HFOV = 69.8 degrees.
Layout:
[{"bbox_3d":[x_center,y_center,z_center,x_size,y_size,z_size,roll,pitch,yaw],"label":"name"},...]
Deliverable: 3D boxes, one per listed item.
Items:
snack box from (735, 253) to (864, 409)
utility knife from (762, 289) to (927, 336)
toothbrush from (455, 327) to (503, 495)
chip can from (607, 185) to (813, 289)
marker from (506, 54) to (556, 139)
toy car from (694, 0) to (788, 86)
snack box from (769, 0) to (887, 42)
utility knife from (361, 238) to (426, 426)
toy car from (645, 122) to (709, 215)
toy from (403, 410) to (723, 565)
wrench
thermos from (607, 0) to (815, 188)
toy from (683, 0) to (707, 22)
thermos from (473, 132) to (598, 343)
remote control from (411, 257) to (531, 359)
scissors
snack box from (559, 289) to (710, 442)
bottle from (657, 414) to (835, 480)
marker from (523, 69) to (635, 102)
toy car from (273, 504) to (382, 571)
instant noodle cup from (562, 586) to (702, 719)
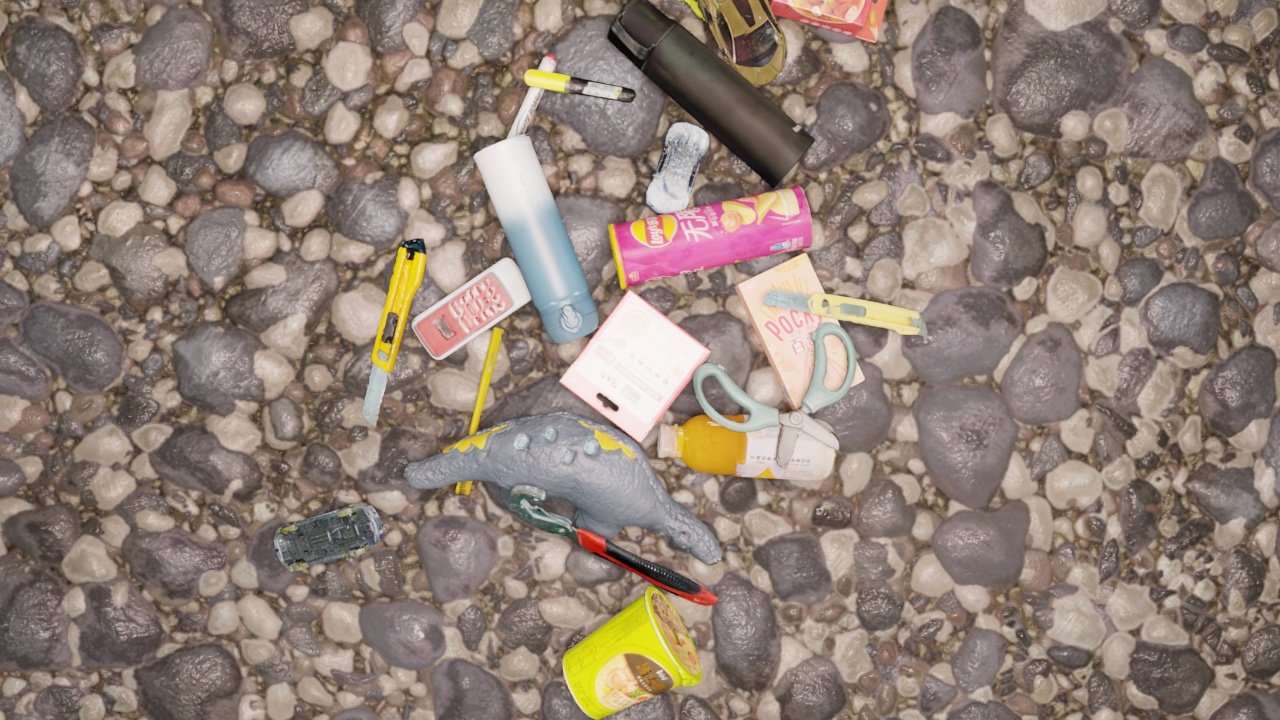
[{"bbox_3d":[0.176,-0.031,1.015,0.084,0.026,0.157,-26,93,0],"label":"snack box"},{"bbox_3d":[0.226,-0.053,1.002,0.204,0.021,0.031,8,78,-12],"label":"utility knife"},{"bbox_3d":[-0.177,0.057,1.017,0.016,0.016,0.190,13,92,-6],"label":"toothbrush"},{"bbox_3d":[0.074,-0.133,0.986,0.210,0.071,0.071,-12,93,-1],"label":"chip can"},{"bbox_3d":[-0.128,-0.266,1.004,0.017,0.017,0.145,25,92,-2],"label":"marker"},{"bbox_3d":[0.107,-0.366,0.974,0.070,0.042,0.158,-33,117,1],"label":"toy car"},{"bbox_3d":[0.215,-0.419,0.990,0.127,0.044,0.113,15,92,-2],"label":"snack box"},{"bbox_3d":[-0.273,-0.032,1.011,0.033,0.015,0.216,15,92,1],"label":"utility knife"},{"bbox_3d":[0.040,-0.208,1.003,0.049,0.031,0.105,19,93,-1],"label":"toy car"},{"bbox_3d":[-0.069,0.126,0.984,0.356,0.091,0.138,18,104,-3],"label":"toy"},{"bbox_3d":[-0.027,0.204,0.984,0.273,0.056,0.016,34,50,-21],"label":"wrench"},{"bbox_3d":[0.069,-0.282,0.974,0.242,0.089,0.069,39,127,-2],"label":"thermos"},{"bbox_3d":[0.086,-0.418,0.995,0.096,0.031,0.100,5,92,-3],"label":"toy"},{"bbox_3d":[-0.107,-0.127,0.976,0.070,0.070,0.220,-22,97,0],"label":"thermos"},{"bbox_3d":[-0.184,-0.057,1.010,0.136,0.020,0.056,-33,92,1],"label":"remote control"},{"bbox_3d":[0.144,0.023,0.976,0.170,0.019,0.171,20,75,4],"label":"scissors"},{"bbox_3d":[-0.006,0.006,1.004,0.113,0.044,0.127,38,90,-3],"label":"snack box"},{"bbox_3d":[0.114,0.093,0.998,0.189,0.068,0.068,4,92,-1],"label":"bottle"},{"bbox_3d":[-0.065,-0.297,0.996,0.124,0.015,0.018,6,97,-14],"label":"marker"},{"bbox_3d":[-0.344,0.194,1.011,0.121,0.036,0.054,-17,93,10],"label":"toy car"},{"bbox_3d":[-0.014,0.325,0.993,0.123,0.111,0.111,-32,93,8],"label":"instant noodle cup"}]
